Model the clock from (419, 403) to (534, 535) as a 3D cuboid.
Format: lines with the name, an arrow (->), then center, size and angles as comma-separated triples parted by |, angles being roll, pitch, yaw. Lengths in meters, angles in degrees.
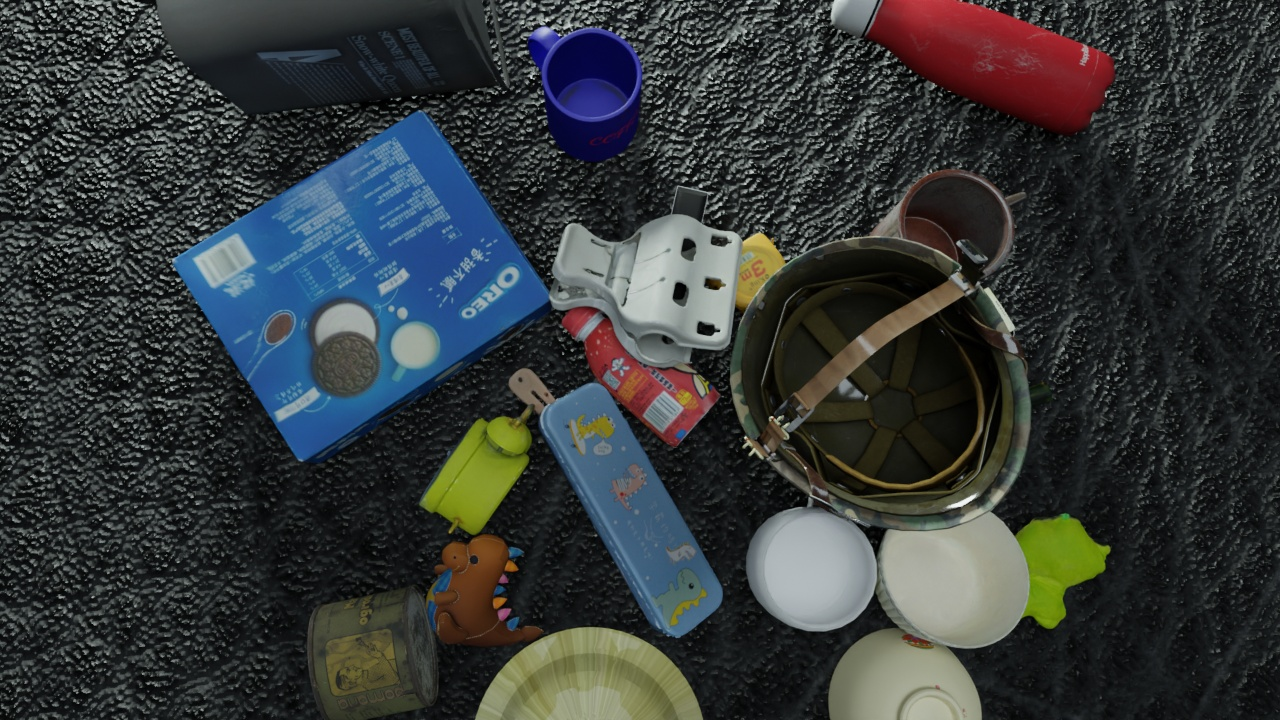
clock -> -0.122, 0.080, 0.717 | 0.057, 0.083, 0.119 | 35, 84, -2

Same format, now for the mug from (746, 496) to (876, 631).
mug -> 0.134, 0.152, 0.722 | 0.094, 0.068, 0.115 | 9, 81, -1

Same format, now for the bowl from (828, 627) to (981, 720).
bowl -> 0.211, 0.270, 0.703 | 0.118, 0.074, 0.118 | 0, 81, -2

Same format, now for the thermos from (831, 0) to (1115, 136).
thermos -> 0.280, -0.269, 0.793 | 0.240, 0.073, 0.073 | 22, 81, 2

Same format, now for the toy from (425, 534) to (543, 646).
toy -> -0.113, 0.180, 0.710 | 0.103, 0.070, 0.090 | 22, 107, -20

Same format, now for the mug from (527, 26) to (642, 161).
mug -> -0.051, -0.231, 0.768 | 0.079, 0.083, 0.111 | -44, 85, -8

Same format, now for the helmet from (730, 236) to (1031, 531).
helmet -> 0.170, 0.015, 0.654 | 0.193, 0.236, 0.224 | -41, 53, 8

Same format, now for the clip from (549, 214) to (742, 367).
clip -> 0.001, -0.056, 0.725 | 0.151, 0.089, 0.125 | 5, 49, 7

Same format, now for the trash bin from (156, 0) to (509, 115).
trash bin -> -0.242, -0.307, 0.727 | 0.220, 0.197, 0.197 | -12, 83, 2

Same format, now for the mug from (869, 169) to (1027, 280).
mug -> 0.252, -0.102, 0.749 | 0.123, 0.110, 0.096 | -24, 88, -6

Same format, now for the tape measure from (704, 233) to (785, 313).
tape measure -> 0.095, -0.070, 0.775 | 0.068, 0.030, 0.059 | -34, 84, -5

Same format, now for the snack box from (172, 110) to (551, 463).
snack box -> -0.221, -0.061, 0.750 | 0.238, 0.056, 0.195 | -34, 84, -8

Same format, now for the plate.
plate -> -0.039, 0.303, 0.705 | 0.184, 0.036, 0.184 | 0, 82, -3

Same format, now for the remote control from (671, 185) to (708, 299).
remote control -> 0.032, -0.090, 0.785 | 0.028, 0.012, 0.124 | 13, 81, 0

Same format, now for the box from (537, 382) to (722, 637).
box -> -0.006, 0.116, 0.718 | 0.067, 0.052, 0.210 | -30, 92, -8

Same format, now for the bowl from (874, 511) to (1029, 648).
bowl -> 0.234, 0.169, 0.717 | 0.115, 0.063, 0.115 | 3, 65, -6

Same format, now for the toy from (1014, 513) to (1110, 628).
toy -> 0.329, 0.169, 0.744 | 0.094, 0.036, 0.093 | 7, 86, 6

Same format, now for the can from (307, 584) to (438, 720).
can -> -0.199, 0.220, 0.688 | 0.074, 0.090, 0.090 | -11, 81, -4

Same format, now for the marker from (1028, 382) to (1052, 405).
marker -> 0.275, 0.046, 0.770 | 0.146, 0.017, 0.017 | -16, 82, -5

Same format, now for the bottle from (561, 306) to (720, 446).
bottle -> -0.004, 0.004, 0.744 | 0.137, 0.062, 0.062 | 42, 82, 4

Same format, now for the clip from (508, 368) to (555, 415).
clip -> -0.083, 0.032, 0.753 | 0.026, 0.049, 0.061 | -39, 112, -7
